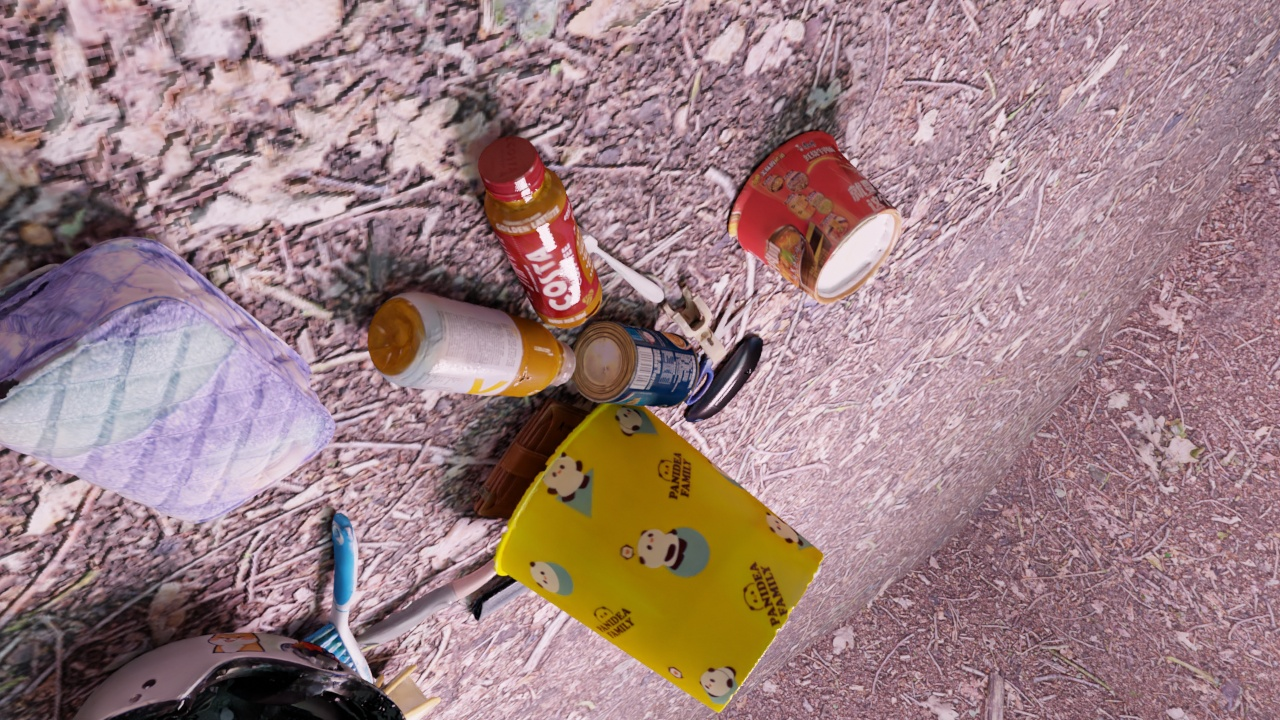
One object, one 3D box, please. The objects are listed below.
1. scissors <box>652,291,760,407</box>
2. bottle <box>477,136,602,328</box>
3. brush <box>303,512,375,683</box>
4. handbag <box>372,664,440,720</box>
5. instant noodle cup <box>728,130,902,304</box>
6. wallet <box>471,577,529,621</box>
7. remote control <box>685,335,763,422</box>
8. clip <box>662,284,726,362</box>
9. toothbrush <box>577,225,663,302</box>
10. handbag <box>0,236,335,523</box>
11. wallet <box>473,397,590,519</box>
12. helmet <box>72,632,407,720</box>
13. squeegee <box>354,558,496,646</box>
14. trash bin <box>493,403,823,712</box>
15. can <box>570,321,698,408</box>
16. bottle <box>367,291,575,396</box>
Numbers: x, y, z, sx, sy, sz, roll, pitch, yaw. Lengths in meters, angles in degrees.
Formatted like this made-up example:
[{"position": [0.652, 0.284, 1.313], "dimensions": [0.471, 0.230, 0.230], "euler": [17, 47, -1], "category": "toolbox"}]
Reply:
[{"position": [0.067, -0.004, 1.011], "dimensions": [0.164, 0.012, 0.163], "euler": [-31, 149, -22], "category": "scissors"}, {"position": [-0.072, -0.089, 0.661], "dimensions": [0.057, 0.057, 0.175], "euler": [-37, 152, -10], "category": "bottle"}, {"position": [-0.300, 0.258, 0.877], "dimensions": [0.109, 0.060, 0.315], "euler": [-33, 149, -28], "category": "brush"}, {"position": [-0.325, 0.418, 1.002], "dimensions": [0.164, 0.063, 0.178], "euler": [-47, 165, 18], "category": "handbag"}, {"position": [0.169, -0.129, 0.860], "dimensions": [0.137, 0.108, 0.138], "euler": [-31, 150, -20], "category": "instant noodle cup"}, {"position": [-0.151, 0.267, 1.081], "dimensions": [0.097, 0.019, 0.121], "euler": [-29, 166, -24], "category": "wallet"}, {"position": [0.103, 0.029, 1.090], "dimensions": [0.053, 0.024, 0.137], "euler": [6, 126, -54], "category": "remote control"}, {"position": [0.054, -0.038, 0.917], "dimensions": [0.034, 0.071, 0.100], "euler": [-43, 146, -1], "category": "clip"}, {"position": [-0.016, -0.080, 0.795], "dimensions": [0.016, 0.016, 0.180], "euler": [-44, 155, 8], "category": "toothbrush"}, {"position": [-0.280, 0.020, 0.533], "dimensions": [0.134, 0.075, 0.194], "euler": [-34, 150, -6], "category": "handbag"}, {"position": [-0.105, 0.098, 0.901], "dimensions": [0.131, 0.035, 0.119], "euler": [-56, 155, 3], "category": "wallet"}, {"position": [-0.346, 0.324, 0.770], "dimensions": [0.273, 0.157, 0.230], "euler": [12, 100, -39], "category": "helmet"}, {"position": [-0.197, 0.239, 0.991], "dimensions": [0.249, 0.040, 0.248], "euler": [-35, 152, -11], "category": "squeegee"}, {"position": [0.025, 0.192, 0.910], "dimensions": [0.229, 0.255, 0.230], "euler": [-51, 166, -19], "category": "trash bin"}, {"position": [-0.005, 0.005, 0.863], "dimensions": [0.075, 0.075, 0.111], "euler": [-52, 150, 19], "category": "can"}, {"position": [-0.119, -0.007, 0.705], "dimensions": [0.068, 0.068, 0.189], "euler": [-51, 151, 17], "category": "bottle"}]
